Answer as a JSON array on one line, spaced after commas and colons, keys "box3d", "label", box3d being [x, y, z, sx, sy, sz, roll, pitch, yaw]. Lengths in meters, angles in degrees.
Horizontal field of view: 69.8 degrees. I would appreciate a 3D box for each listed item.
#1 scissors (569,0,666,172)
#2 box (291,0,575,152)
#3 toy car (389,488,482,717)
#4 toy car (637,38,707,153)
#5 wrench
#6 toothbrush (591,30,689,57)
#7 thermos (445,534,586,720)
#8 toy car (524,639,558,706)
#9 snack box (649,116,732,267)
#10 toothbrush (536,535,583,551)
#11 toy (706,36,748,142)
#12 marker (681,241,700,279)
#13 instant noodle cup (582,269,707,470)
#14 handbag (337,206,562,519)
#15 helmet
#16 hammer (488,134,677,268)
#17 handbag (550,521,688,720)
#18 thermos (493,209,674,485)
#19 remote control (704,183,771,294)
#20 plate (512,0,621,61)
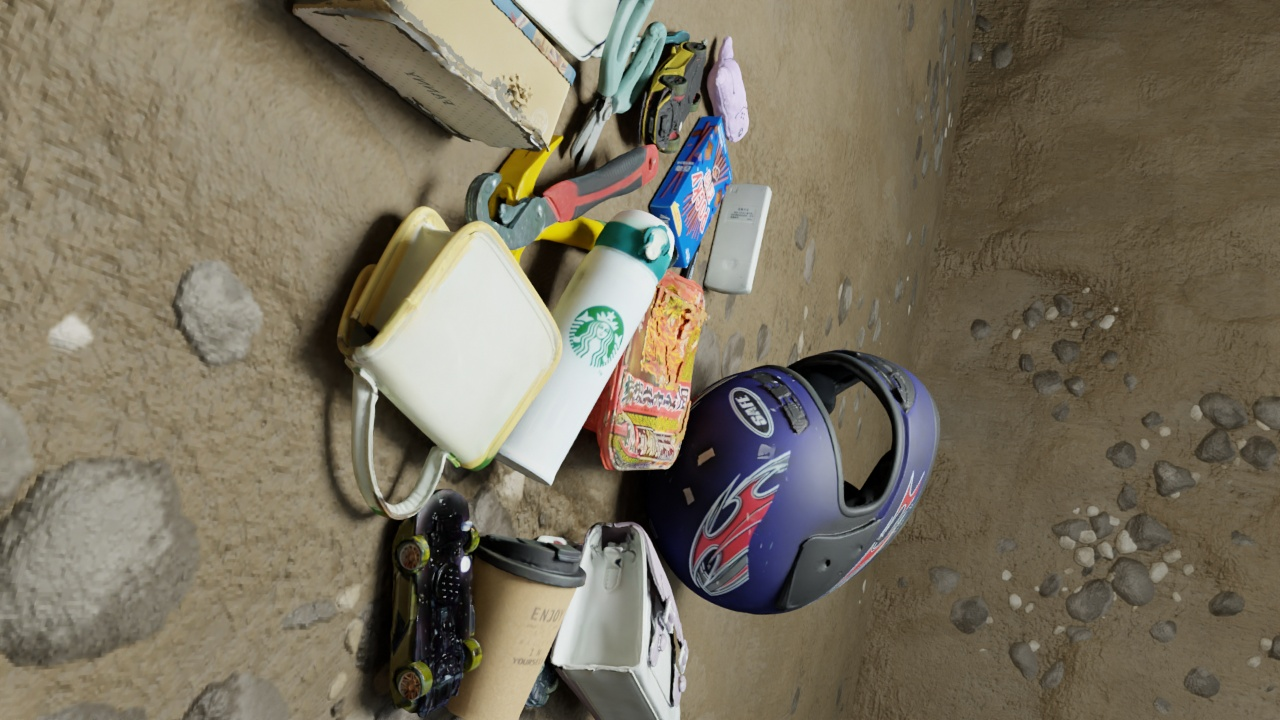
[{"box3d": [-0.019, -0.244, 0.762, 0.177, 0.019, 0.170, -59, 170, -24], "label": "scissors"}, {"box3d": [-0.117, -0.188, 0.537, 0.184, 0.090, 0.062, 34, 73, -64], "label": "box"}, {"box3d": [-0.146, 0.169, 0.646, 0.070, 0.042, 0.158, 2, 90, -65], "label": "toy car"}, {"box3d": [0.033, -0.257, 0.882, 0.155, 0.041, 0.071, -65, 166, -46], "label": "toy car"}, {"box3d": [-0.048, -0.133, 0.712, 0.272, 0.016, 0.056, -34, 129, -56], "label": "wrench"}, {"box3d": [-0.001, -0.292, 0.843, 0.191, 0.018, 0.016, -36, 135, -54], "label": "toothbrush"}, {"box3d": [-0.101, 0.202, 0.708, 0.093, 0.093, 0.143, 23, 84, -64], "label": "thermos"}, {"box3d": [-0.088, 0.240, 0.804, 0.054, 0.037, 0.120, 71, 26, -52], "label": "toy car"}, {"box3d": [0.058, -0.183, 0.987, 0.156, 0.026, 0.085, -63, 150, -34], "label": "snack box"}, {"box3d": [-0.053, 0.182, 0.880, 0.187, 0.017, 0.016, 33, 67, -64], "label": "toothbrush"}, {"box3d": [0.099, -0.295, 1.024, 0.108, 0.039, 0.083, 64, 33, -49], "label": "toy"}, {"box3d": [0.049, -0.081, 1.016, 0.018, 0.015, 0.123, 58, 45, -61], "label": "marker"}, {"box3d": [-0.005, 0.005, 0.851, 0.164, 0.079, 0.188, 16, 85, -65], "label": "instant noodle cup"}, {"box3d": [-0.139, 0.010, 0.599, 0.178, 0.063, 0.163, -60, 149, -21], "label": "handbag"}, {"box3d": [0.142, 0.119, 0.972, 0.240, 0.247, 0.316, 16, 116, -41], "label": "helmet"}, {"box3d": [-0.039, -0.109, 0.797, 0.300, 0.033, 0.129, 1, 98, -65], "label": "hammer"}, {"box3d": [-0.010, 0.258, 0.872, 0.197, 0.098, 0.144, 74, 15, -53], "label": "handbag"}, {"box3d": [-0.044, -0.016, 0.718, 0.224, 0.073, 0.073, -61, 150, -14], "label": "thermos"}, {"box3d": [0.116, -0.144, 1.089, 0.019, 0.056, 0.135, 32, 68, -64], "label": "remote control"}, {"box3d": [-0.079, -0.322, 0.640, 0.265, 0.034, 0.162, 19, 81, -65], "label": "plate"}]
